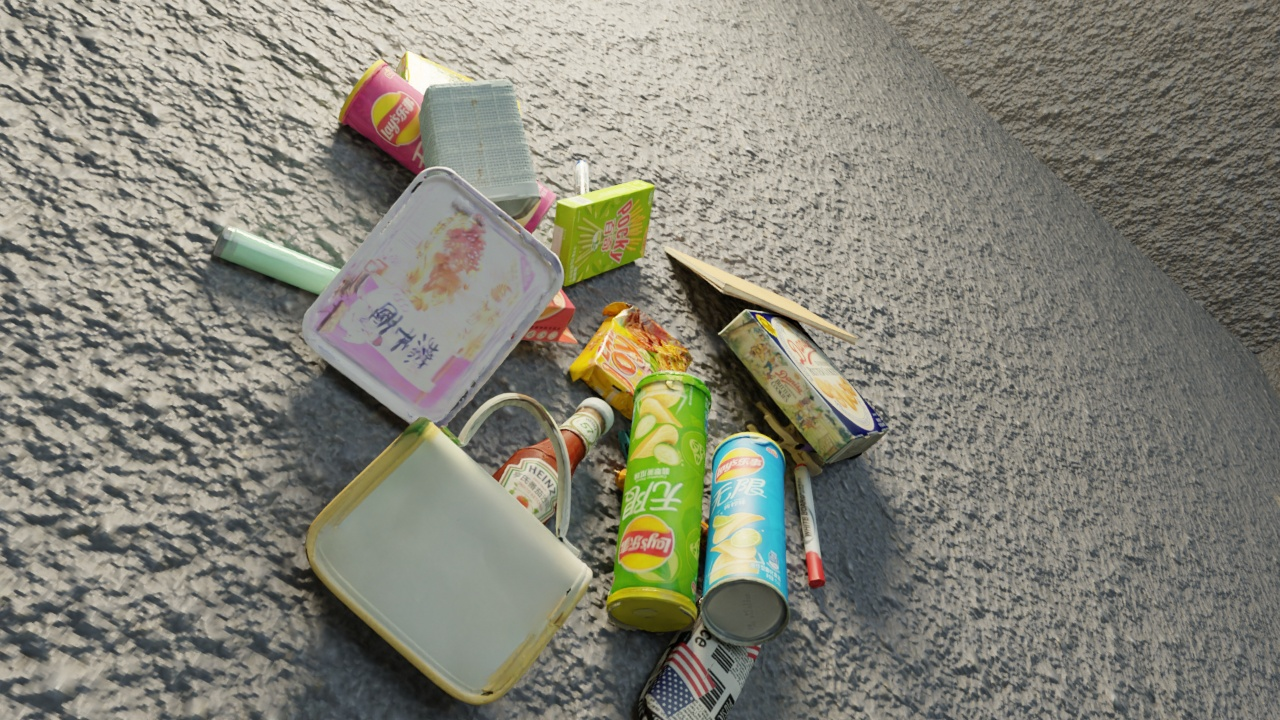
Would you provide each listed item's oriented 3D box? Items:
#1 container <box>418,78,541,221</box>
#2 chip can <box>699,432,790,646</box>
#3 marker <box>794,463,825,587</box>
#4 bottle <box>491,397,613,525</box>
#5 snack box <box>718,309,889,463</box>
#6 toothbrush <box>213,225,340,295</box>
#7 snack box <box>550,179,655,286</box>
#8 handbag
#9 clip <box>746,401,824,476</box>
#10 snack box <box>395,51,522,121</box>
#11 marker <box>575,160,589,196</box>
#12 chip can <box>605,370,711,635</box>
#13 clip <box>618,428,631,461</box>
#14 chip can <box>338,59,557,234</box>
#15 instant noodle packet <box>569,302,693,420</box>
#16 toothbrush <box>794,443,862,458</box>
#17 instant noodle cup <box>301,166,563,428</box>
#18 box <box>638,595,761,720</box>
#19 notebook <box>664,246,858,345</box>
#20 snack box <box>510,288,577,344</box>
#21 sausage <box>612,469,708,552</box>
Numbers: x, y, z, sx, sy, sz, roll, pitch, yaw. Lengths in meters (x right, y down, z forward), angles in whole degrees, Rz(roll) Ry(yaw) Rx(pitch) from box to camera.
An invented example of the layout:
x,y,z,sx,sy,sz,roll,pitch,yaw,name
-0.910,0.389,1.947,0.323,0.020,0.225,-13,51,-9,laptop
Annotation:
x,y,z,sx,sy,sz,roll,pitch,yaw,name
-0.149,-0.186,0.825,0.089,0.090,0.111,-10,88,-19,container
0.093,0.147,0.797,0.071,0.071,0.209,37,26,-12,chip can
0.174,0.168,0.950,0.017,0.017,0.145,27,40,-24,marker
-0.078,0.091,0.736,0.060,0.060,0.205,45,36,-1,bottle
0.187,0.026,1.023,0.182,0.046,0.177,52,20,17,snack box
-0.232,-0.055,0.753,0.224,0.027,0.027,23,34,-29,toothbrush
-0.039,-0.138,0.975,0.026,0.086,0.156,23,28,25,snack box
-0.108,0.113,0.617,0.163,0.063,0.178,43,73,-3,handbag
0.155,0.087,0.996,0.094,0.035,0.102,-15,74,-55,clip
-0.194,-0.271,0.992,0.140,0.034,0.086,18,45,-35,snack box
-0.066,-0.179,1.043,0.017,0.017,0.145,23,42,-28,marker
0.019,0.112,0.773,0.072,0.073,0.220,26,51,-25,chip can
-0.004,0.088,0.852,0.049,0.015,0.057,-7,62,-45,clip
-0.185,-0.197,0.896,0.210,0.072,0.071,36,37,-14,chip can
-0.005,0.005,0.906,0.111,0.044,0.128,36,38,-7,instant noodle packet
0.210,0.098,1.022,0.188,0.014,0.016,12,35,-56,toothbrush
-0.159,-0.047,0.721,0.138,0.173,0.060,39,3,-10,instant noodle cup
0.048,0.248,0.735,0.072,0.060,0.163,31,33,13,box
0.143,-0.078,1.101,0.211,0.012,0.149,19,14,-32,notebook
-0.122,-0.069,0.837,0.127,0.044,0.113,2,39,-43,snack box
0.039,0.147,0.833,0.165,0.022,0.021,37,37,-12,sausage
